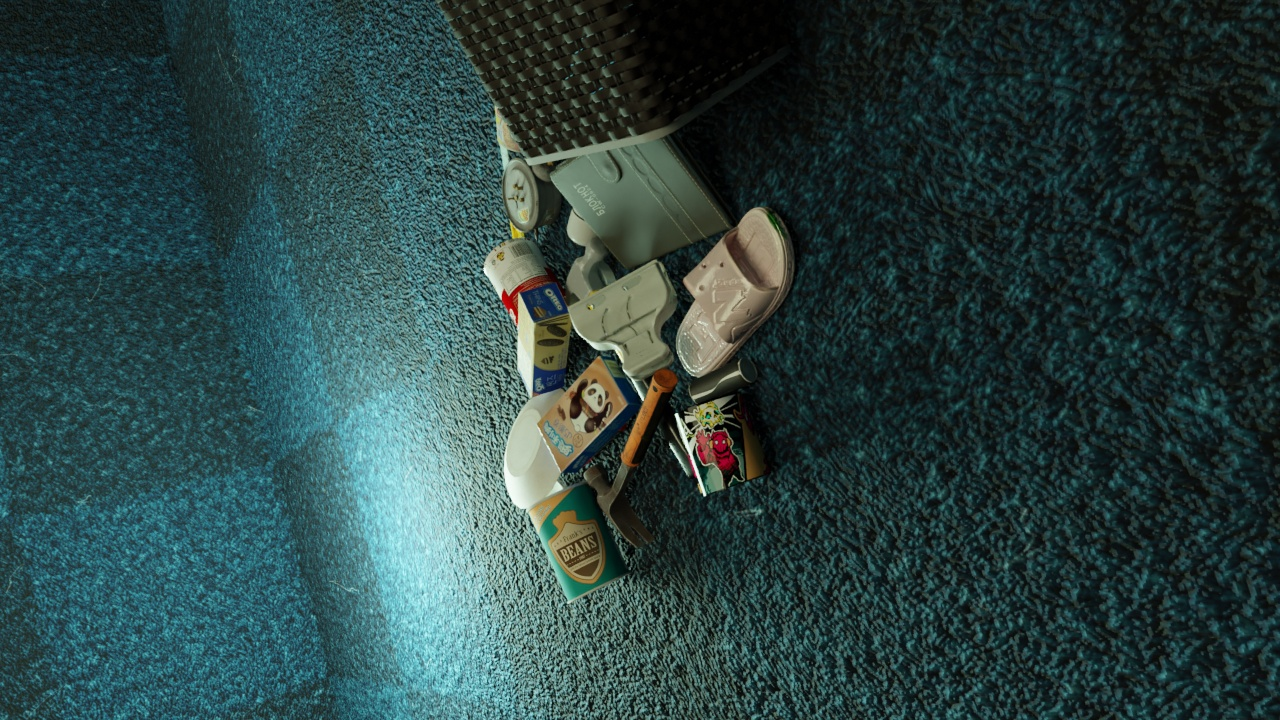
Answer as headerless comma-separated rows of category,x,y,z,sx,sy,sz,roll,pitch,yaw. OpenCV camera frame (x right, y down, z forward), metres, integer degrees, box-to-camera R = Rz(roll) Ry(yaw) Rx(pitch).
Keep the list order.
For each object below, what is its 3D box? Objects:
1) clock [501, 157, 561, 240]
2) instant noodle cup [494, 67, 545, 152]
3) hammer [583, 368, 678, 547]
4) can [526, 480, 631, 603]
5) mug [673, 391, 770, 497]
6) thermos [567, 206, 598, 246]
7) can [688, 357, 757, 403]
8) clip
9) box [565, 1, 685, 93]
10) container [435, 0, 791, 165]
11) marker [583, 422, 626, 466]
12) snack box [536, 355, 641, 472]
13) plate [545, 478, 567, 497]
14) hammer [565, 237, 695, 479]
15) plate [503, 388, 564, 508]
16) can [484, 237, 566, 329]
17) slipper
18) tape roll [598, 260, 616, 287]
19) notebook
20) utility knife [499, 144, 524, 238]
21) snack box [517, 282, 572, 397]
clock,-0.150,-0.242,1.289,0.104,0.056,0.148,64,144,18
instant noodle cup,-0.156,-0.346,1.241,0.100,0.100,0.113,49,143,34
hammer,0.000,0.123,1.170,0.137,0.034,0.315,55,148,25
can,-0.088,0.258,1.309,0.099,0.099,0.144,-41,71,51
mug,0.090,0.098,1.057,0.118,0.081,0.098,115,136,-77
thermos,-0.043,-0.242,1.145,0.052,0.052,0.225,51,137,32
can,0.094,0.024,1.048,0.081,0.031,0.031,-28,77,42
clip,-0.017,-0.053,1.083,0.126,0.099,0.152,-28,46,11
box,-0.026,-0.393,1.098,0.232,0.053,0.093,-22,100,54
container,-0.030,-0.356,0.877,0.246,0.246,0.244,4,126,48
marker,-0.059,0.116,1.302,0.145,0.021,0.023,-45,41,49
snack box,-0.072,0.075,1.252,0.152,0.034,0.087,-47,57,26
plate,-0.126,0.225,1.420,0.104,0.026,0.104,21,117,48
hammer,-0.007,0.007,1.173,0.323,0.029,0.127,60,141,16
plate,-0.163,0.126,1.372,0.189,0.027,0.188,-33,47,45
can,-0.162,-0.106,1.318,0.116,0.086,0.087,58,140,24
slipper,0.089,-0.063,1.013,0.094,0.064,0.240,58,141,25
tape roll,-0.064,-0.094,1.249,0.094,0.018,0.094,20,116,49
notebook,-0.004,-0.194,1.068,0.169,0.029,0.210,50,145,-17
utility knife,-0.194,-0.240,1.385,0.031,0.019,0.217,-5,93,45
snack box,-0.136,-0.025,1.285,0.207,0.057,0.056,103,144,-59
